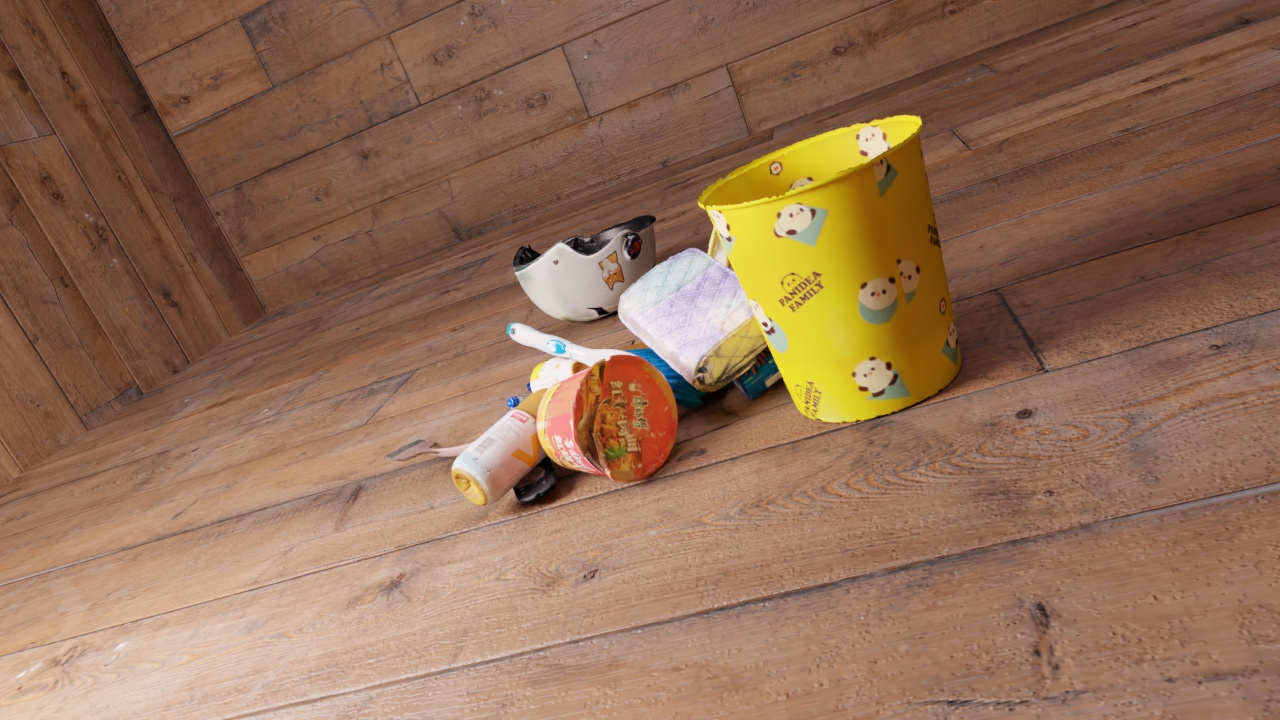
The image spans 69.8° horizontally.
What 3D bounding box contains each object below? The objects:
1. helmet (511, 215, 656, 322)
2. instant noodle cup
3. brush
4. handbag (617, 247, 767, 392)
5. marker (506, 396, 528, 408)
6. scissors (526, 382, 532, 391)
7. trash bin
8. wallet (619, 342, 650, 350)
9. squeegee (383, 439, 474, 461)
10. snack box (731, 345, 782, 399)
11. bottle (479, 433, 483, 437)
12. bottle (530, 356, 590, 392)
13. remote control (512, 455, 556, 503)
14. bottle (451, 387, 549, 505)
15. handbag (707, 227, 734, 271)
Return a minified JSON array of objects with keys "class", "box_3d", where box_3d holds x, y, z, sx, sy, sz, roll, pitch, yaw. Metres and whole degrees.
[{"class":"helmet","box_3d":[-0.085,-0.155,1.648,0.273,0.157,0.230,-20,13,-29]},{"class":"instant noodle cup","box_3d":[-0.043,0.066,1.024,0.137,0.138,0.109,-35,13,-33]},{"class":"brush","box_3d":[-0.053,-0.004,1.191,0.109,0.060,0.315,3,13,-38]},{"class":"handbag","box_3d":[0.070,-0.050,1.108,0.134,0.075,0.194,-36,39,-8]},{"class":"marker","box_3d":[-0.118,0.055,1.202,0.017,0.017,0.145,-8,-6,38]},{"class":"scissors","box_3d":[-0.100,0.012,1.423,0.162,0.012,0.164,-24,19,-8]},{"class":"trash bin","box_3d":[0.209,-0.090,0.954,0.230,0.255,0.229,-20,19,7]},{"class":"wallet","box_3d":[-0.008,0.008,1.287,0.119,0.035,0.130,-11,23,32]},{"class":"squeegee","box_3d":[-0.201,0.098,1.254,0.249,0.040,0.247,-18,1,-3]},{"class":"snack box","box_3d":[0.123,-0.023,1.127,0.084,0.026,0.157,-38,41,-6]},{"class":"bottle","box_3d":[-0.118,0.085,1.161,0.175,0.057,0.057,-19,18,9]},{"class":"bottle","box_3d":[-0.108,0.025,1.286,0.063,0.063,0.109,-36,9,-35]},{"class":"remote control","box_3d":[-0.126,0.137,1.079,0.053,0.024,0.136,-27,21,-5]},{"class":"bottle","box_3d":[-0.134,0.088,1.067,0.068,0.068,0.189,-1,34,48]},{"class":"handbag","box_3d":[0.173,-0.158,1.260,0.163,0.179,0.063,5,3,-38]}]
